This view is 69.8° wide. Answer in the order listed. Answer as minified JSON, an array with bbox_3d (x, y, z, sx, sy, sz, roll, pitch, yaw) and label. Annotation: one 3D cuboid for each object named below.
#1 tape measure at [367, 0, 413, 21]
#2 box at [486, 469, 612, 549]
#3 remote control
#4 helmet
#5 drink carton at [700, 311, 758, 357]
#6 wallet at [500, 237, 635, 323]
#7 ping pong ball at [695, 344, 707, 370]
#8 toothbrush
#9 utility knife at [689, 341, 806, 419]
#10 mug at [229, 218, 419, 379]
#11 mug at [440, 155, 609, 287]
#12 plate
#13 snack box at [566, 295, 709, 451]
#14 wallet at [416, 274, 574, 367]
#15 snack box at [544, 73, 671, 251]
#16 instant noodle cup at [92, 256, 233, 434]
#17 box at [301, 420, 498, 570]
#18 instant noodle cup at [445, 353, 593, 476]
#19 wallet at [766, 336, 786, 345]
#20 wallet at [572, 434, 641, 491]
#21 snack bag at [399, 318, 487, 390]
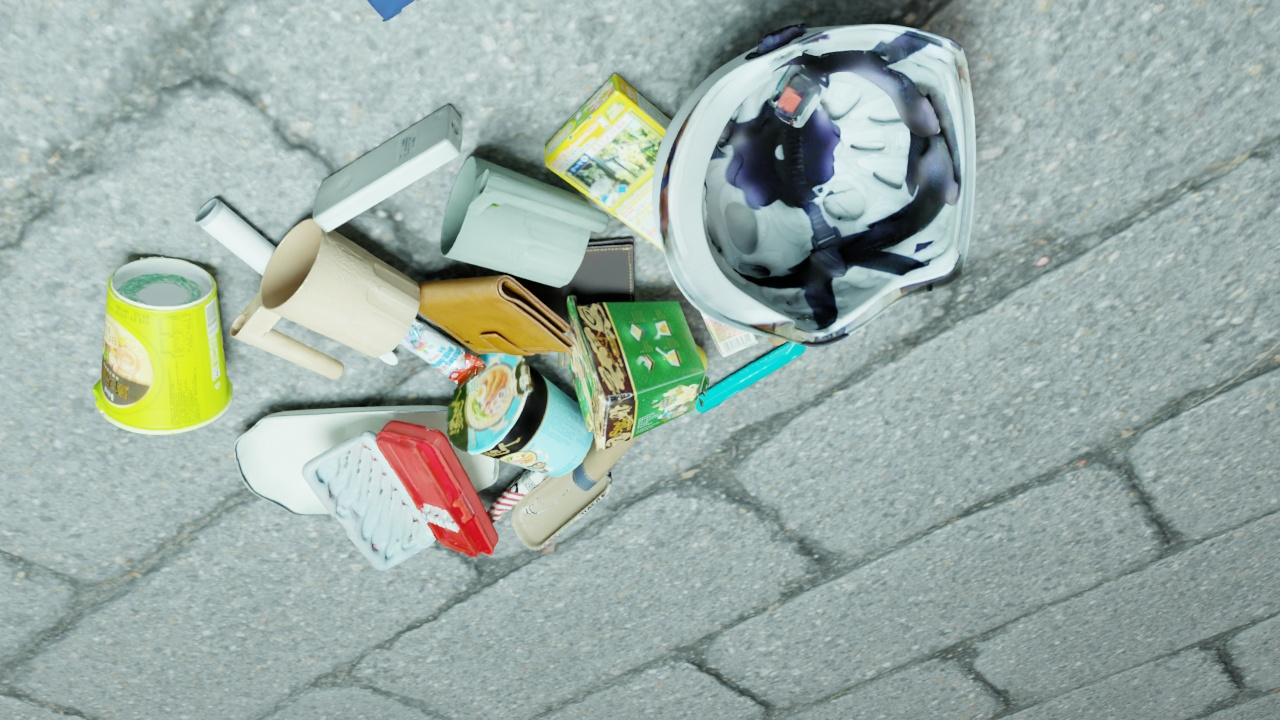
[{"bbox_3d":[-0.172,-0.269,0.625,0.054,0.025,0.058,-26,136,15],"label":"tape measure"},{"bbox_3d":[-0.103,0.156,1.020,0.086,0.075,0.163,43,118,-4],"label":"box"},{"bbox_3d":[-0.199,-0.149,0.718,0.135,0.056,0.019,-26,133,16],"label":"remote control"},{"bbox_3d":[0.117,-0.140,0.697,0.258,0.146,0.229,-20,116,-9],"label":"helmet"},{"bbox_3d":[0.071,-0.064,0.843,0.045,0.053,0.122,-22,133,7],"label":"drink carton"},{"bbox_3d":[-0.065,-0.068,0.845,0.122,0.020,0.096,-4,132,-3],"label":"wallet"},{"bbox_3d":[0.047,0.002,0.914,0.040,0.040,0.040,-4,135,-4],"label":"ping pong ball"},{"bbox_3d":[-0.294,-0.060,0.814,0.026,0.026,0.221,-51,130,-10],"label":"toothbrush"},{"bbox_3d":[0.121,0.011,0.953,0.185,0.013,0.029,-32,134,24],"label":"utility knife"},{"bbox_3d":[-0.265,-0.044,0.779,0.125,0.084,0.103,-46,134,13],"label":"mug"},{"bbox_3d":[-0.093,-0.112,0.734,0.103,0.083,0.124,16,168,-25],"label":"mug"},{"bbox_3d":[-0.283,0.098,0.966,0.265,0.034,0.162,-3,134,-5],"label":"plate"},{"bbox_3d":[-0.005,0.005,0.847,0.105,0.117,0.118,-13,153,-13],"label":"snack box"},{"bbox_3d":[-0.130,-0.036,0.820,0.131,0.035,0.119,-1,147,41],"label":"wallet"},{"bbox_3d":[0.000,-0.158,0.755,0.140,0.033,0.087,30,124,-34],"label":"snack box"},{"bbox_3d":[-0.410,-0.018,0.790,0.111,0.111,0.124,7,125,-15],"label":"instant noodle cup"},{"bbox_3d":[-0.241,0.144,0.953,0.158,0.069,0.201,-9,136,6],"label":"box"},{"bbox_3d":[-0.111,0.060,0.910,0.111,0.111,0.120,-33,138,23],"label":"instant noodle cup"},{"bbox_3d":[0.138,-0.081,0.826,0.115,0.020,0.101,-47,136,-2],"label":"wallet"},{"bbox_3d":[-0.024,0.071,0.941,0.033,0.090,0.115,33,122,-12],"label":"wallet"},{"bbox_3d":[-0.198,-0.013,0.871,0.105,0.026,0.045,37,130,-25],"label":"snack bag"}]
